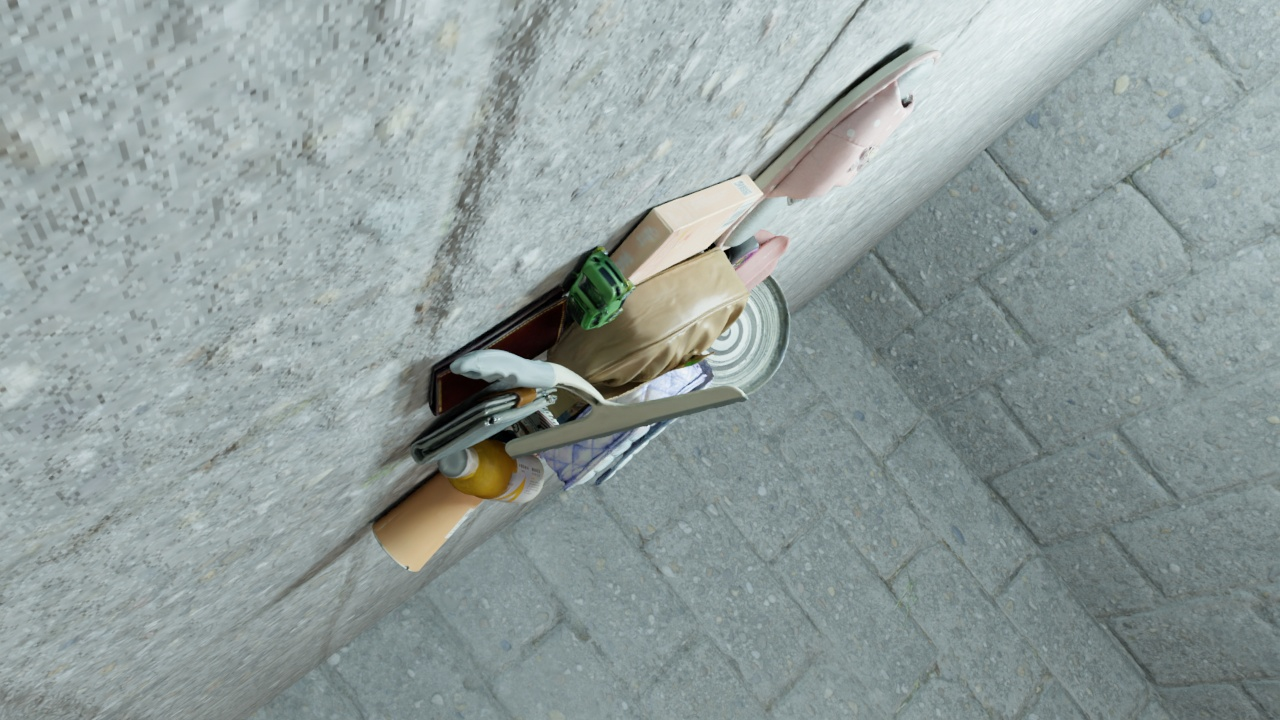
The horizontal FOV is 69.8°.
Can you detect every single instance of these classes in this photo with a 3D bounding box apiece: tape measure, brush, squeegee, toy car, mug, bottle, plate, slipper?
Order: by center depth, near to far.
[{"bbox_3d":[-0.034,-0.053,0.715,0.036,0.043,0.091,-35,173,-22],"label":"toy car"},{"bbox_3d":[-0.074,0.020,0.742,0.247,0.039,0.246,-16,159,24],"label":"squeegee"},{"bbox_3d":[0.177,-0.190,0.877,0.275,0.054,0.114,-41,173,25],"label":"slipper"},{"bbox_3d":[0.096,-0.121,0.989,0.058,0.039,0.057,-32,173,-8],"label":"tape measure"},{"bbox_3d":[-0.170,0.124,1.043,0.068,0.068,0.189,-39,160,5],"label":"bottle"},{"bbox_3d":[0.108,-0.101,1.051,0.145,0.063,0.069,-37,-163,-21],"label":"brush"},{"bbox_3d":[-0.246,0.182,1.092,0.123,0.078,0.078,-42,174,0],"label":"mug"},{"bbox_3d":[0.105,-0.038,1.138,0.179,0.179,0.024,-36,-158,-15],"label":"plate"},{"bbox_3d":[-0.182,0.109,1.144,0.058,0.025,0.054,-43,172,4],"label":"tape measure"}]

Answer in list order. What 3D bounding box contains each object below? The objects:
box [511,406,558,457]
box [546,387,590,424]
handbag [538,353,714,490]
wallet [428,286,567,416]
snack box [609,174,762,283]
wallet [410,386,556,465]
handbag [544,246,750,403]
[{"bbox_3d":[-0.119,0.082,1.124,0.057,0.071,0.164,-18,178,3],"label":"box"},{"bbox_3d":[-0.031,-0.003,1.031,0.184,0.059,0.089,-38,175,13],"label":"box"},{"bbox_3d":[-0.017,0.068,1.018,0.133,0.075,0.194,-31,171,-49],"label":"handbag"},{"bbox_3d":[-0.113,-0.005,0.730,0.122,0.020,0.096,-34,168,-23],"label":"wallet"},{"bbox_3d":[0.036,-0.110,0.778,0.085,0.026,0.156,-42,172,39],"label":"snack box"},{"bbox_3d":[-0.147,0.053,0.885,0.107,0.037,0.129,-30,176,26],"label":"wallet"},{"bbox_3d":[0.012,-0.030,0.867,0.203,0.100,0.148,-27,176,-46],"label":"handbag"}]
